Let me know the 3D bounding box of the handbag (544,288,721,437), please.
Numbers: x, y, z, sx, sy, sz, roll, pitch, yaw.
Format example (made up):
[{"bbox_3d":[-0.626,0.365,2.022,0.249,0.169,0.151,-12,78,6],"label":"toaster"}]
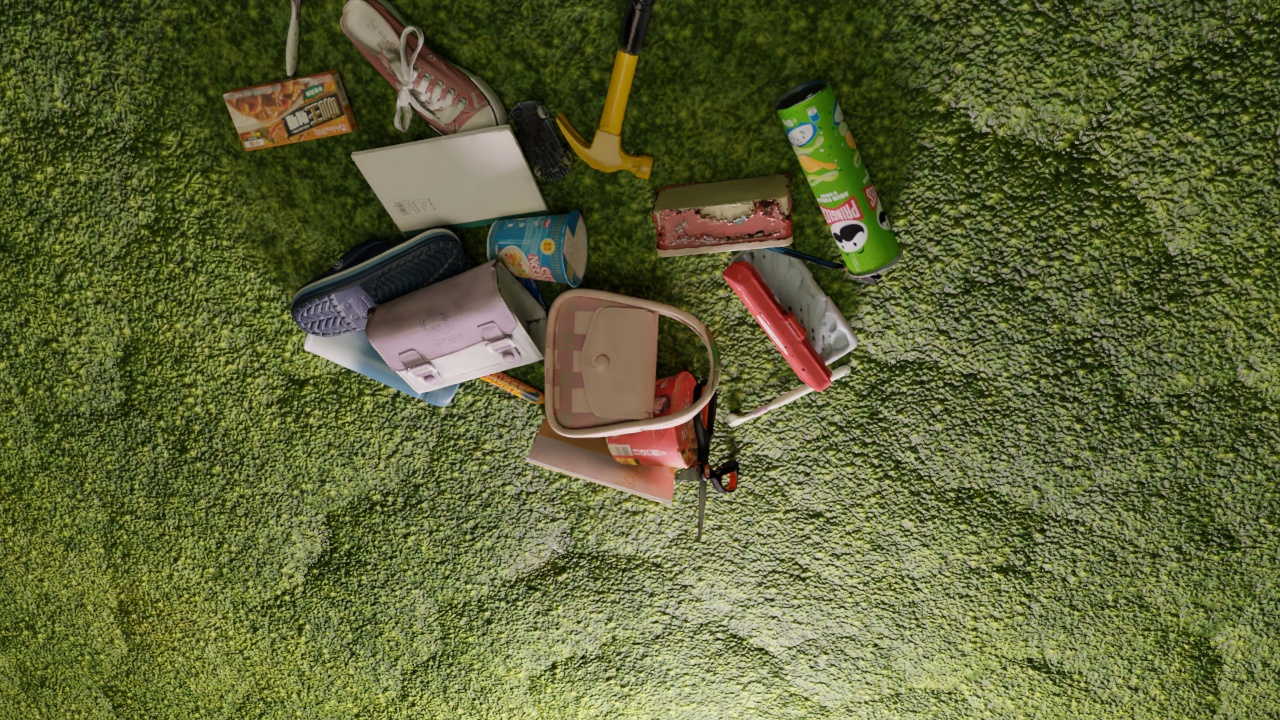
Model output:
[{"bbox_3d":[-0.007,0.007,1.182,0.234,0.093,0.193,1,88,21],"label":"handbag"}]

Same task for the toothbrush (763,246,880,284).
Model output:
[{"bbox_3d":[0.220,-0.125,1.159,0.189,0.014,0.016,13,134,-17],"label":"toothbrush"}]

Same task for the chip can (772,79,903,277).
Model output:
[{"bbox_3d":[0.237,-0.214,1.094,0.072,0.072,0.236,-22,114,20],"label":"chip can"}]

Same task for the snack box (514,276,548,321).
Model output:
[{"bbox_3d":[-0.213,-0.075,1.268,0.157,0.026,0.084,-13,117,15],"label":"snack box"}]

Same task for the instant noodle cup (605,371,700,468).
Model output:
[{"bbox_3d":[0.019,0.086,1.270,0.109,0.137,0.138,-5,119,21],"label":"instant noodle cup"}]

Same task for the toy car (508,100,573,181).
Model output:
[{"bbox_3d":[-0.122,-0.274,1.135,0.049,0.031,0.105,-20,117,18],"label":"toy car"}]

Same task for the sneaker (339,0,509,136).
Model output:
[{"bbox_3d":[-0.262,-0.332,1.089,0.241,0.087,0.118,43,117,-16],"label":"sneaker"}]

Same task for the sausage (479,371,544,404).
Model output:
[{"bbox_3d":[-0.207,0.026,1.328,0.165,0.021,0.021,26,120,-7],"label":"sausage"}]

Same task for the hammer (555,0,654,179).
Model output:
[{"bbox_3d":[-0.014,-0.362,1.068,0.129,0.032,0.301,16,121,-2],"label":"hammer"}]

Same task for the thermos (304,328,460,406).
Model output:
[{"bbox_3d":[-0.364,-0.001,1.312,0.220,0.070,0.070,24,120,-6],"label":"thermos"}]

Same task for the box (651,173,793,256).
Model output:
[{"bbox_3d":[0.100,-0.184,1.120,0.168,0.091,0.078,-5,122,11],"label":"box"}]

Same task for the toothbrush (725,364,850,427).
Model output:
[{"bbox_3d":[0.206,0.049,1.283,0.190,0.020,0.029,-27,143,20],"label":"toothbrush"}]

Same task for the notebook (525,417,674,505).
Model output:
[{"bbox_3d":[-0.051,0.141,1.302,0.206,0.145,0.010,17,110,-1],"label":"notebook"}]

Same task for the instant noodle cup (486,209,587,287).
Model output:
[{"bbox_3d":[-0.134,-0.145,1.183,0.110,0.099,0.099,2,121,16],"label":"instant noodle cup"}]

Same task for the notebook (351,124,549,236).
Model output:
[{"bbox_3d":[-0.236,-0.222,1.160,0.209,0.012,0.150,-6,144,13],"label":"notebook"}]

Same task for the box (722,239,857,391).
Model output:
[{"bbox_3d":[0.202,-0.068,1.189,0.100,0.095,0.201,-40,108,1],"label":"box"}]

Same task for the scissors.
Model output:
[{"bbox_3d":[0.094,0.138,1.263,0.022,0.233,0.220,-7,80,25],"label":"scissors"}]

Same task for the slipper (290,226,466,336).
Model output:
[{"bbox_3d":[-0.347,-0.109,1.231,0.253,0.095,0.105,-22,142,8],"label":"slipper"}]

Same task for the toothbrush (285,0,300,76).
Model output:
[{"bbox_3d":[-0.416,-0.432,1.096,0.017,0.016,0.188,20,121,5],"label":"toothbrush"}]

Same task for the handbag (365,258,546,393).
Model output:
[{"bbox_3d":[-0.237,-0.040,1.196,0.197,0.098,0.145,-16,140,16],"label":"handbag"}]

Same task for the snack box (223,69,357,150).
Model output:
[{"bbox_3d":[-0.442,-0.316,1.161,0.154,0.026,0.075,-6,119,12],"label":"snack box"}]
